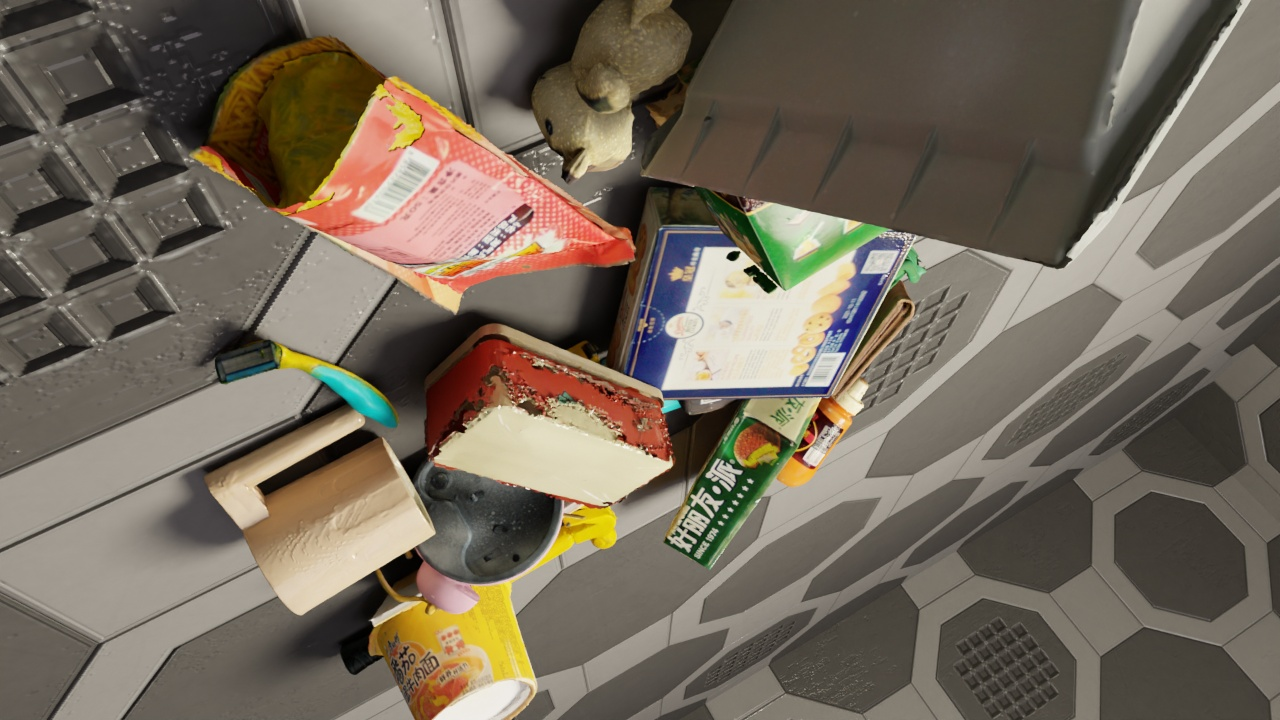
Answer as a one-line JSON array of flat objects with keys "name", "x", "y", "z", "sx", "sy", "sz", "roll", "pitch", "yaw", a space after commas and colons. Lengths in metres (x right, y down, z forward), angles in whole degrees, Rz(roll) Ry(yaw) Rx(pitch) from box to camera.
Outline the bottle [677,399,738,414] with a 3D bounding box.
[{"name": "bottle", "x": 0.074, "y": -0.030, "z": 0.751, "sx": 0.079, "sy": 0.044, "sz": 0.195, "roll": -17, "pitch": 148, "yaw": -22}]

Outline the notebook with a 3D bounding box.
[{"name": "notebook", "x": -0.129, "y": 0.158, "z": 0.797, "sx": 0.206, "sy": 0.010, "sz": 0.146, "roll": -30, "pitch": -178, "yaw": -7}]

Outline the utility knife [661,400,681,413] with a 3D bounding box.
[{"name": "utility knife", "x": -0.004, "y": 0.047, "z": 0.826, "sx": 0.151, "sy": 0.013, "sz": 0.029, "roll": -15, "pitch": 150, "yaw": -37}]

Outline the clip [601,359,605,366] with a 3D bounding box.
[{"name": "clip", "x": -0.005, "y": 0.003, "z": 0.744, "sx": 0.056, "sy": 0.047, "sz": 0.014, "roll": -16, "pitch": 147, "yaw": -35}]

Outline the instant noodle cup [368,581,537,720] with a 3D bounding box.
[{"name": "instant noodle cup", "x": -0.166, "y": 0.279, "z": 0.850, "sx": 0.138, "sy": 0.109, "sz": 0.138, "roll": -21, "pitch": 144, "yaw": -16}]

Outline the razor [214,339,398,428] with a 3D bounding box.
[{"name": "razor", "x": -0.189, "y": 0.016, "z": 0.553, "sx": 0.043, "sy": 0.028, "sz": 0.132, "roll": -17, "pitch": 155, "yaw": 20}]

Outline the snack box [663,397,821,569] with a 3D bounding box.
[{"name": "snack box", "x": 0.102, "y": 0.101, "z": 0.924, "sx": 0.114, "sy": 0.063, "sz": 0.241, "roll": -54, "pitch": 172, "yaw": -43}]

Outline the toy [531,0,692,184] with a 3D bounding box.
[{"name": "toy", "x": -0.007, "y": -0.160, "z": 0.439, "sx": 0.104, "sy": 0.066, "sz": 0.158, "roll": -69, "pitch": -175, "yaw": -52}]

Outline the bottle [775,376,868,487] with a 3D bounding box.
[{"name": "bottle", "x": 0.206, "y": 0.077, "z": 1.055, "sx": 0.150, "sy": 0.066, "sz": 0.066, "roll": -50, "pitch": 150, "yaw": 16}]

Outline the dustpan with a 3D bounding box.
[{"name": "dustpan", "x": 0.162, "y": -0.164, "z": 0.422, "sx": 0.142, "sy": 0.223, "sz": 0.258, "roll": 19, "pitch": 94, "yaw": -46}]

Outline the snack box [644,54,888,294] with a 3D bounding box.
[{"name": "snack box", "x": 0.084, "y": -0.113, "z": 0.512, "sx": 0.117, "sy": 0.118, "sz": 0.106, "roll": -31, "pitch": 133, "yaw": -4}]

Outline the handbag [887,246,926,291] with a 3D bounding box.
[{"name": "handbag", "x": 0.176, "y": -0.057, "z": 0.789, "sx": 0.120, "sy": 0.068, "sz": 0.132, "roll": 3, "pitch": 136, "yaw": -51}]

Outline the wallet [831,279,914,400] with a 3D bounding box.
[{"name": "wallet", "x": 0.217, "y": -0.021, "z": 0.874, "sx": 0.115, "sy": 0.020, "sz": 0.101, "roll": -55, "pitch": 180, "yaw": 18}]

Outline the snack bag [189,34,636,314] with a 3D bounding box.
[{"name": "snack bag", "x": -0.100, "y": -0.074, "z": 0.455, "sx": 0.129, "sy": 0.073, "sz": 0.207, "roll": -15, "pitch": 162, "yaw": 21}]

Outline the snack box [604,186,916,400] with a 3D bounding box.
[{"name": "snack box", "x": 0.078, "y": -0.041, "z": 0.661, "sx": 0.182, "sy": 0.045, "sz": 0.178, "roll": 0, "pitch": 140, "yaw": -14}]

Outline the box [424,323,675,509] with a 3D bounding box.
[{"name": "box", "x": -0.059, "y": 0.050, "z": 0.635, "sx": 0.168, "sy": 0.080, "sz": 0.092, "roll": 23, "pitch": 132, "yaw": -39}]

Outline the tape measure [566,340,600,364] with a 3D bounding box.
[{"name": "tape measure", "x": -0.056, "y": 0.014, "z": 0.695, "sx": 0.057, "sy": 0.029, "sz": 0.060, "roll": -29, "pitch": 152, "yaw": -11}]

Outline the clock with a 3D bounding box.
[{"name": "clock", "x": -0.132, "y": 0.125, "z": 0.703, "sx": 0.158, "sy": 0.117, "sz": 0.060, "roll": -30, "pitch": 164, "yaw": -10}]

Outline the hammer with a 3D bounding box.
[{"name": "hammer", "x": -0.158, "y": 0.224, "z": 0.925, "sx": 0.300, "sy": 0.033, "sz": 0.129, "roll": -29, "pitch": 152, "yaw": -10}]

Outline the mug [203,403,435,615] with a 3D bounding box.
[{"name": "mug", "x": -0.212, "y": 0.096, "z": 0.620, "sx": 0.103, "sy": 0.084, "sz": 0.125, "roll": -29, "pitch": 126, "yaw": -12}]
